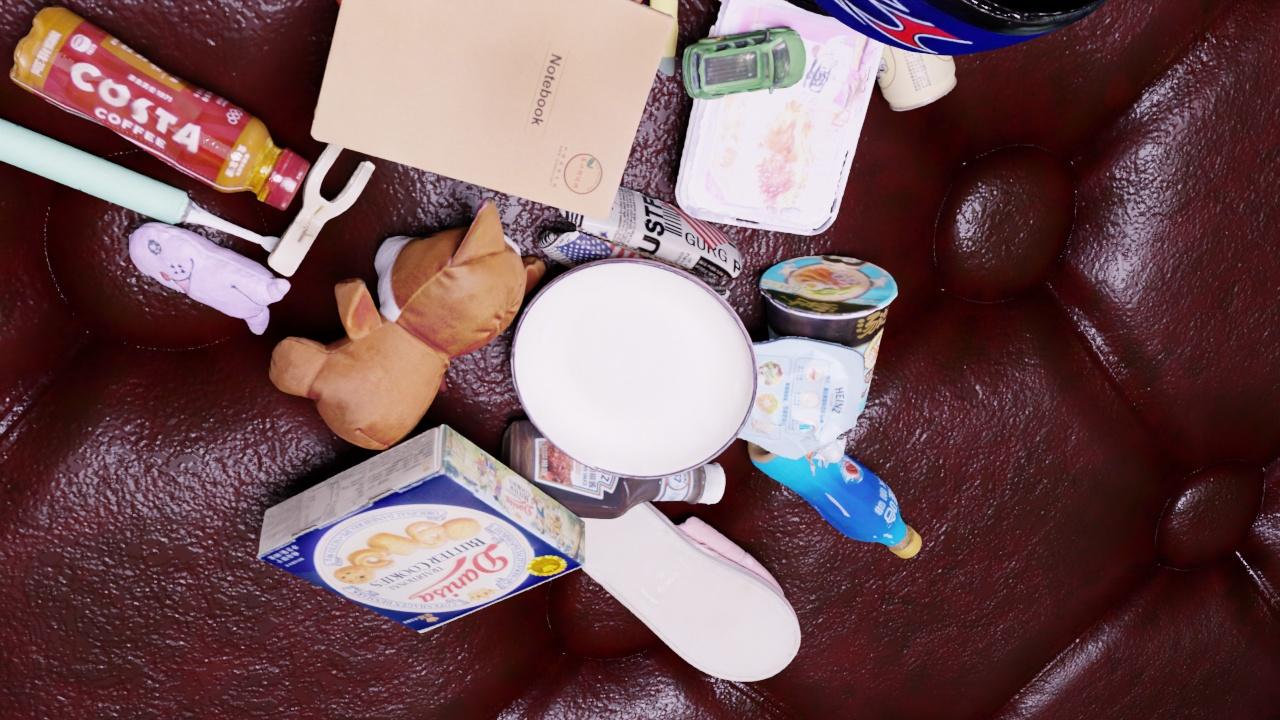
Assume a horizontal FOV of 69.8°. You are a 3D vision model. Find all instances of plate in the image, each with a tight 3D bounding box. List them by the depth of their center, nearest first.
[{"bbox_3d":[-0.004,0.004,0.721,0.192,0.039,0.193,4,118,8],"label":"plate"}]

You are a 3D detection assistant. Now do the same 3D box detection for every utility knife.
[{"bbox_3d":[0.022,-0.308,0.661,0.030,0.021,0.199,-20,127,-43],"label":"utility knife"}]

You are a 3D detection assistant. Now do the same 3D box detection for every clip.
[{"bbox_3d":[-0.224,-0.107,0.639,0.034,0.082,0.104,35,70,-26],"label":"clip"}]

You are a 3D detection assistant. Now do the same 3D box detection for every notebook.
[{"bbox_3d":[-0.092,-0.186,0.596,0.207,0.008,0.148,12,107,-26],"label":"notebook"}]

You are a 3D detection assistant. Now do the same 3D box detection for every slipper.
[{"bbox_3d":[0.037,0.204,0.859,0.274,0.054,0.114,38,94,-14],"label":"slipper"}]

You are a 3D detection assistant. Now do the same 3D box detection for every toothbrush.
[{"bbox_3d":[-0.348,-0.117,0.629,0.224,0.027,0.026,22,75,-23],"label":"toothbrush"}]

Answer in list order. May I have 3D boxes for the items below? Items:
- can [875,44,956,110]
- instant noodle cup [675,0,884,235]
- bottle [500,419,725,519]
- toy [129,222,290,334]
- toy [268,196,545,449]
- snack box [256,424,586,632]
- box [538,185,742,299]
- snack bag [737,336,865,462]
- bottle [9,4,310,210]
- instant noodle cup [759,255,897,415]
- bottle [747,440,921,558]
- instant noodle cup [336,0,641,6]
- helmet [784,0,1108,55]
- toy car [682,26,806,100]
[{"bbox_3d":[0.202,-0.260,0.714,0.058,0.058,0.116,-31,117,-2],"label":"can"},{"bbox_3d":[0.099,-0.193,0.711,0.138,0.060,0.174,6,109,-18],"label":"instant noodle cup"},{"bbox_3d":[-0.021,0.097,0.789,0.194,0.079,0.044,9,153,-20],"label":"bottle"},{"bbox_3d":[-0.308,-0.061,0.651,0.108,0.038,0.084,26,143,-20],"label":"toy"},{"bbox_3d":[-0.164,-0.032,0.679,0.199,0.140,0.130,-40,76,1],"label":"toy"},{"bbox_3d":[-0.165,0.140,0.720,0.178,0.045,0.182,-26,136,21],"label":"snack box"},{"bbox_3d":[-0.002,-0.080,0.732,0.163,0.076,0.087,18,126,-25],"label":"box"},{"bbox_3d":[0.084,0.026,0.755,0.191,0.038,0.110,8,110,16],"label":"snack bag"},{"bbox_3d":[-0.308,-0.159,0.605,0.175,0.057,0.057,29,101,-25],"label":"bottle"},{"bbox_3d":[0.158,-0.013,0.784,0.111,0.111,0.121,-12,122,-12],"label":"instant noodle cup"},{"bbox_3d":[0.192,0.125,0.868,0.218,0.065,0.065,39,97,-27],"label":"bottle"},{"bbox_3d":[-0.090,-0.257,0.618,0.189,0.079,0.164,-47,121,0],"label":"instant noodle cup"},{"bbox_3d":[0.138,-0.329,0.559,0.247,0.240,0.315,-42,105,1],"label":"helmet"},{"bbox_3d":[0.075,-0.208,0.646,0.091,0.036,0.043,-15,114,-14],"label":"toy car"}]
